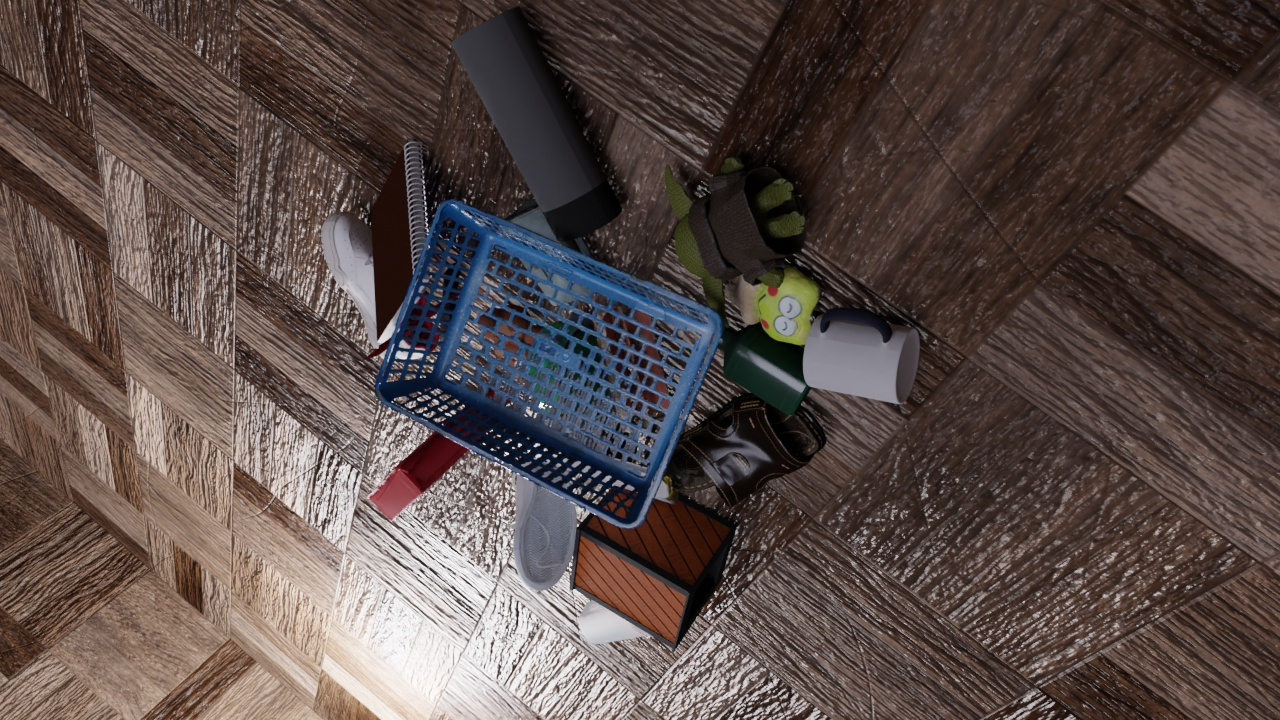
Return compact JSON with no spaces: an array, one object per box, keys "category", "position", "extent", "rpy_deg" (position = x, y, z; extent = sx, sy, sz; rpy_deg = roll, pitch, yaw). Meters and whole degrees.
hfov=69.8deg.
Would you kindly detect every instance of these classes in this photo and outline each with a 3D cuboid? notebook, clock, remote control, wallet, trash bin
[{"category":"notebook","position":[-0.312,-0.154,1.182],"extent":[0.172,0.022,0.208],"rpy_deg":[-42,51,47]},{"category":"clock","position":[-0.078,0.030,1.164],"extent":[0.075,0.121,0.162],"rpy_deg":[5,113,36]},{"category":"remote control","position":[-0.269,-0.078,1.298],"extent":[0.015,0.032,0.137],"rpy_deg":[22,133,7]},{"category":"wallet","position":[-0.107,-0.131,1.117],"extent":[0.101,0.054,0.131],"rpy_deg":[-10,120,52]},{"category":"trash bin","position":[0.016,0.272,1.272],"extent":[0.172,0.139,0.140],"rpy_deg":[26,134,19]}]

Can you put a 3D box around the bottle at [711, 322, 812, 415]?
[{"category":"bottle","position":[0.133,-0.002,1.030],"extent":[0.131,0.061,0.061],"rpy_deg":[33,134,13]}]

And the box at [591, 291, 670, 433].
[{"category":"box","position":[-0.007,0.006,1.139],"extent":[0.042,0.082,0.187],"rpy_deg":[21,136,44]}]

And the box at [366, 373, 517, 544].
[{"category":"box","position":[-0.290,0.135,1.344],"extent":[0.153,0.213,0.165],"rpy_deg":[13,130,28]}]

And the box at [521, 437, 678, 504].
[{"category":"box","position":[-0.053,0.143,1.214],"extent":[0.210,0.036,0.130],"rpy_deg":[16,162,15]}]

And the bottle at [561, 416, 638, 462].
[{"category":"bottle","position":[-0.062,0.110,1.267],"extent":[0.105,0.056,0.056],"rpy_deg":[11,128,31]}]

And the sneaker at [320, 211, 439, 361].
[{"category":"sneaker","position":[-0.356,-0.107,1.306],"extent":[0.104,0.090,0.237],"rpy_deg":[-5,118,29]}]

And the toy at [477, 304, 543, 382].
[{"category":"toy","position":[-0.173,-0.019,1.247],"extent":[0.095,0.065,0.128],"rpy_deg":[7,130,16]}]

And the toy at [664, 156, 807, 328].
[{"category":"toy","position":[0.100,-0.134,0.938],"extent":[0.153,0.078,0.179],"rpy_deg":[-18,93,50]}]

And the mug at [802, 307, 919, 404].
[{"category":"mug","position":[0.223,-0.013,0.933],"extent":[0.097,0.078,0.112],"rpy_deg":[12,147,30]}]

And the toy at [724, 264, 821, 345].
[{"category":"toy","position":[0.140,-0.067,0.987],"extent":[0.115,0.046,0.092],"rpy_deg":[27,134,29]}]

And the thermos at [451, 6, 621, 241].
[{"category":"thermos","position":[-0.110,-0.253,1.004],"extent":[0.082,0.081,0.240],"rpy_deg":[-11,115,42]}]

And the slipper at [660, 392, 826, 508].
[{"category":"slipper","position":[0.110,0.118,1.128],"extent":[0.269,0.075,0.113],"rpy_deg":[-27,104,46]}]

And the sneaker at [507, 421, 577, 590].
[{"category":"sneaker","position":[-0.142,0.212,1.310],"extent":[0.089,0.241,0.091],"rpy_deg":[8,151,-18]}]

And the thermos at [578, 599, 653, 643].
[{"category":"thermos","position":[-0.017,0.388,1.425],"extent":[0.099,0.099,0.221],"rpy_deg":[49,141,-5]}]

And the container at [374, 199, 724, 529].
[{"category":"container","position":[-0.101,-0.002,1.046],"extent":[0.362,0.089,0.257],"rpy_deg":[25,100,16]}]
